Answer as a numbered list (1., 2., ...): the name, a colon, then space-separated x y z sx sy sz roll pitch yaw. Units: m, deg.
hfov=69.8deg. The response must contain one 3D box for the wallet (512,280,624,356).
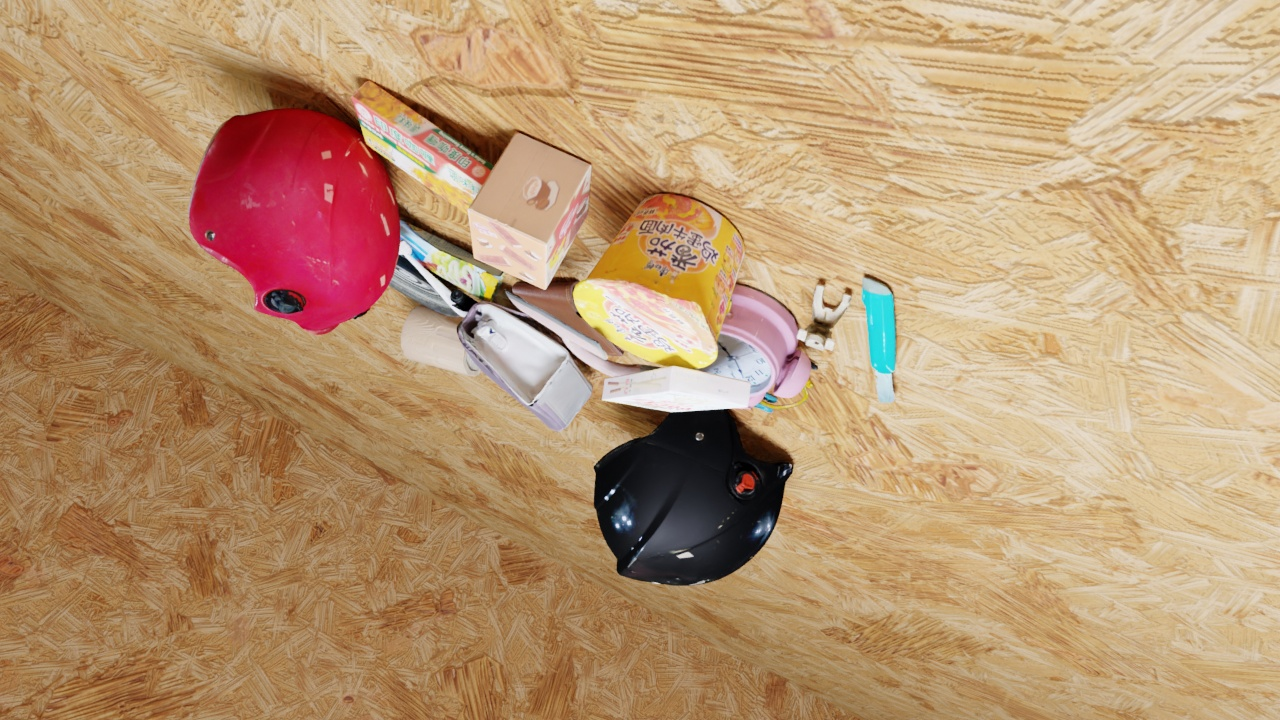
1. wallet: -0.083 -0.053 1.097 0.101 0.032 0.124 8 151 43

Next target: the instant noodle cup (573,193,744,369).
1. instant noodle cup: 0.025 -0.073 0.822 0.138 0.109 0.138 23 158 10

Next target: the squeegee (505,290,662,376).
1. squeegee: -0.006 0.006 1.001 0.249 0.040 0.248 21 -177 -31

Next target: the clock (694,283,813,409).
1. clock: 0.106 -0.004 0.922 0.158 0.059 0.117 43 142 -25

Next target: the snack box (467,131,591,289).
1. snack box: -0.100 -0.135 0.842 0.077 0.092 0.094 25 158 4

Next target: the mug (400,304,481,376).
1. mug: -0.262 -0.026 1.307 0.104 0.084 0.124 16 180 21

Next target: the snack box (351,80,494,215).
1. snack box: -0.201 -0.195 0.873 0.156 0.027 0.077 35 159 8

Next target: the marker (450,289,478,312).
1. marker: -0.209 -0.063 1.176 0.020 0.022 0.132 5 170 13

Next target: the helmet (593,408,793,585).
1. helmet: 0.069 0.188 1.234 0.274 0.229 0.234 9 163 -10

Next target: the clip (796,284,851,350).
1. clip: 0.172 -0.043 0.848 0.035 0.093 0.103 20 -167 13

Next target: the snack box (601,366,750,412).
1. snack box: 0.031 0.030 0.901 0.084 0.027 0.157 11 170 -24

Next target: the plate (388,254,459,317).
1. plate: -0.309 -0.113 1.197 0.179 0.024 0.179 27 168 6

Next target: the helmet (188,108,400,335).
1. helmet: -0.320 -0.145 0.938 0.144 0.206 0.240 -12 135 19

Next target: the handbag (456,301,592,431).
1. handbag: -0.145 0.005 1.171 0.145 0.098 0.197 33 171 12

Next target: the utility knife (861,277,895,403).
1. utility knife: 0.226 -0.013 0.864 0.029 0.013 0.217 14 153 24

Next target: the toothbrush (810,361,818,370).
1. toothbrush: 0.103 -0.036 0.951 0.189 0.014 0.018 27 146 -4

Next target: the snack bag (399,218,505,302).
1. snack bag: -0.255 -0.132 1.100 0.191 0.038 0.110 29 170 -6

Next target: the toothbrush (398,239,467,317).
1. toothbrush: -0.248 -0.096 1.103 0.016 0.016 0.180 18 162 25

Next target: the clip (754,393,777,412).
1. clip: 0.134 0.043 1.085 0.056 0.043 0.014 22 159 2
